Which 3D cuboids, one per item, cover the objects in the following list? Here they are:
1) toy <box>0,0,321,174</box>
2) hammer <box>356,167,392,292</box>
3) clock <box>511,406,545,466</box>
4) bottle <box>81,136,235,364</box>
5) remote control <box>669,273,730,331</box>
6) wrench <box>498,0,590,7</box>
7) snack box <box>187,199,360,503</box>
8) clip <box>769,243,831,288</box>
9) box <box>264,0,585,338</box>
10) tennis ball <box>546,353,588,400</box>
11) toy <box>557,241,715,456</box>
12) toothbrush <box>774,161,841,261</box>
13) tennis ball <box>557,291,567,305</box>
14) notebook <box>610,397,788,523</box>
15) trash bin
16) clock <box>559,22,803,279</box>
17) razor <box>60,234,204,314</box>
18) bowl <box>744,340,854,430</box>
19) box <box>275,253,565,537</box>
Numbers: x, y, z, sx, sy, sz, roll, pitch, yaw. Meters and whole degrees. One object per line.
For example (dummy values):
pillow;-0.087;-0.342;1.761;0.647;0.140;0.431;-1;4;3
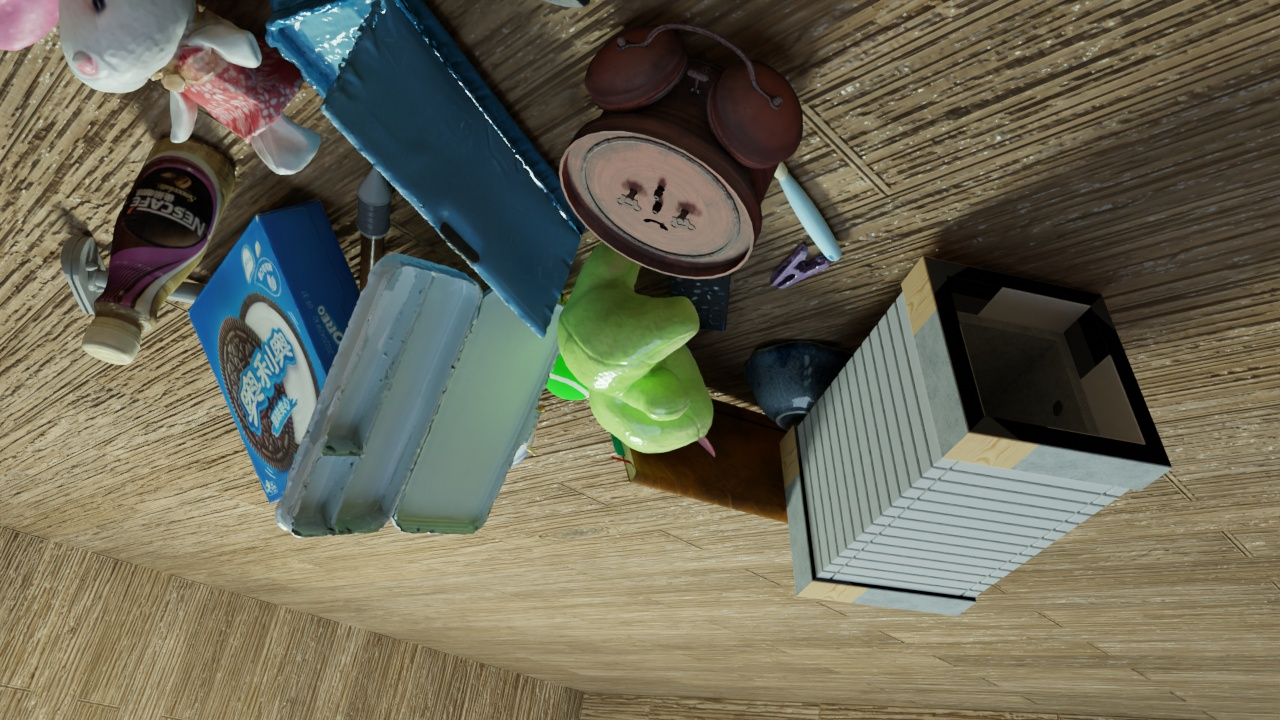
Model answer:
toy;-0.267;-0.177;0.510;0.159;0.084;0.194;-17;142;33
hammer;-0.227;-0.064;0.772;0.156;0.043;0.323;15;151;-10
clock;-0.163;0.060;0.936;0.125;0.088;0.052;14;148;-12
bottle;-0.338;-0.076;0.639;0.059;0.165;0.060;8;154;4
remote control;0.045;-0.065;0.691;0.047;0.022;0.150;7;155;5
wrench;-0.138;-0.235;0.423;0.273;0.018;0.073;21;152;-17
snack box;-0.289;0.004;0.765;0.056;0.195;0.240;-23;179;-40
clip;0.119;-0.067;0.670;0.043;0.014;0.052;8;151;-2
box;-0.128;-0.110;0.561;0.094;0.111;0.231;-4;150;24
tennis ball;-0.058;0.002;0.809;0.065;0.065;0.065;8;154;4
toy;-0.004;0.004;0.710;0.107;0.150;0.197;-27;142;-13
toothbrush;0.098;-0.108;0.591;0.022;0.016;0.155;-8;148;33
tennis ball;-0.088;-0.035;0.746;0.065;0.065;0.065;8;154;4
notebook;0.075;0.077;0.833;0.249;0.178;0.014;17;116;-21
trash bin;0.224;0.070;0.686;0.142;0.142;0.248;10;142;-13
clock;0.023;-0.118;0.511;0.120;0.072;0.158;23;154;7
razor;-0.455;-0.069;0.841;0.116;0.047;0.088;9;155;-16
bowl;0.145;0.031;0.807;0.110;0.055;0.110;8;154;4
box;-0.150;0.035;0.665;0.045;0.209;0.191;32;-166;37
